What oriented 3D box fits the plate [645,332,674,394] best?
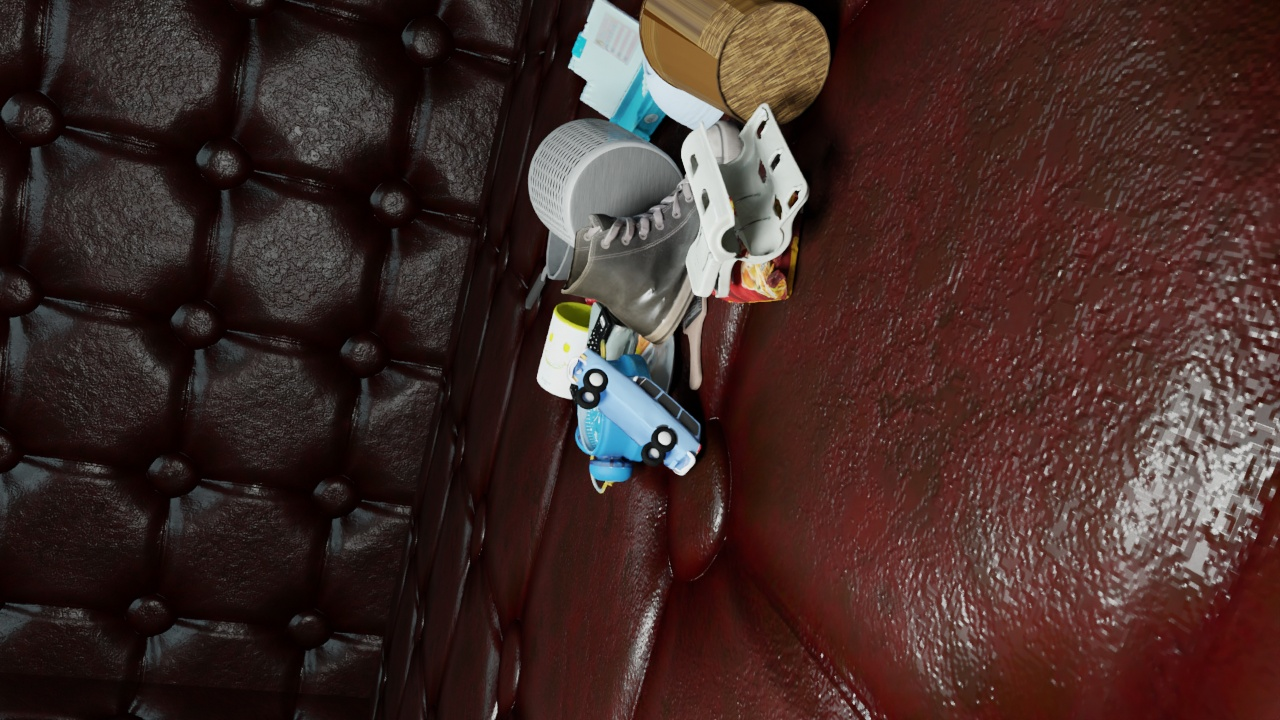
[{"bbox_3d":[0.015,0.014,1.014,0.135,0.011,0.134,-170,91,-72],"label":"plate"}]

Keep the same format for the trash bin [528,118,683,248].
[{"bbox_3d":[-0.039,-0.195,1.077,0.183,0.156,0.156,-131,54,-64],"label":"trash bin"}]

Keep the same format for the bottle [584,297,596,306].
[{"bbox_3d":[-0.056,-0.130,1.263,0.042,0.042,0.141,-156,77,-72],"label":"bottle"}]

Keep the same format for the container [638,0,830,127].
[{"bbox_3d":[0.085,-0.280,0.810,0.167,0.132,0.132,-118,42,-54],"label":"container"}]

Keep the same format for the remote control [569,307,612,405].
[{"bbox_3d":[-0.061,-0.003,1.108,0.140,0.009,0.030,-65,34,39],"label":"remote control"}]

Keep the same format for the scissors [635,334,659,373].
[{"bbox_3d":[-0.006,0.010,1.040,0.129,0.013,0.065,122,153,-46],"label":"scissors"}]

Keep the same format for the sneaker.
[{"bbox_3d":[0.015,-0.146,0.919,0.235,0.120,0.095,-63,21,7],"label":"sneaker"}]

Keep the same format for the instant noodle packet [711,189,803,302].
[{"bbox_3d":[0.098,-0.100,0.792,0.135,0.039,0.098,-174,88,-71],"label":"instant noodle packet"}]

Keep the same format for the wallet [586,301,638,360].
[{"bbox_3d":[-0.039,-0.002,1.135,0.100,0.054,0.132,-119,38,-64],"label":"wallet"}]

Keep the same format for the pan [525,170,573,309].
[{"bbox_3d":[-0.138,-0.176,1.535,0.358,0.041,0.178,131,145,-57],"label":"pan"}]

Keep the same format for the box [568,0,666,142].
[{"bbox_3d":[-0.020,-0.360,1.218,0.171,0.084,0.228,64,159,3],"label":"box"}]

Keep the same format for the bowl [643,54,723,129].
[{"bbox_3d":[0.050,-0.332,0.994,0.151,0.074,0.150,-171,90,-68],"label":"bowl"}]

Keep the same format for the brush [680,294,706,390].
[{"bbox_3d":[0.051,-0.033,0.927,0.050,0.015,0.135,131,145,-56],"label":"brush"}]

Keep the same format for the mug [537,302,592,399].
[{"bbox_3d":[-0.088,-0.013,1.226,0.082,0.082,0.106,-112,37,-60],"label":"mug"}]

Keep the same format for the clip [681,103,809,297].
[{"bbox_3d":[0.061,-0.121,0.730,0.152,0.104,0.126,-50,33,35],"label":"clip"}]

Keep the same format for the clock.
[{"bbox_3d":[-0.031,0.068,0.997,0.116,0.060,0.162,-127,42,-59],"label":"clock"}]

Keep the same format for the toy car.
[{"bbox_3d":[-0.005,0.045,0.874,0.054,0.153,0.056,-46,-7,-26],"label":"toy car"}]
